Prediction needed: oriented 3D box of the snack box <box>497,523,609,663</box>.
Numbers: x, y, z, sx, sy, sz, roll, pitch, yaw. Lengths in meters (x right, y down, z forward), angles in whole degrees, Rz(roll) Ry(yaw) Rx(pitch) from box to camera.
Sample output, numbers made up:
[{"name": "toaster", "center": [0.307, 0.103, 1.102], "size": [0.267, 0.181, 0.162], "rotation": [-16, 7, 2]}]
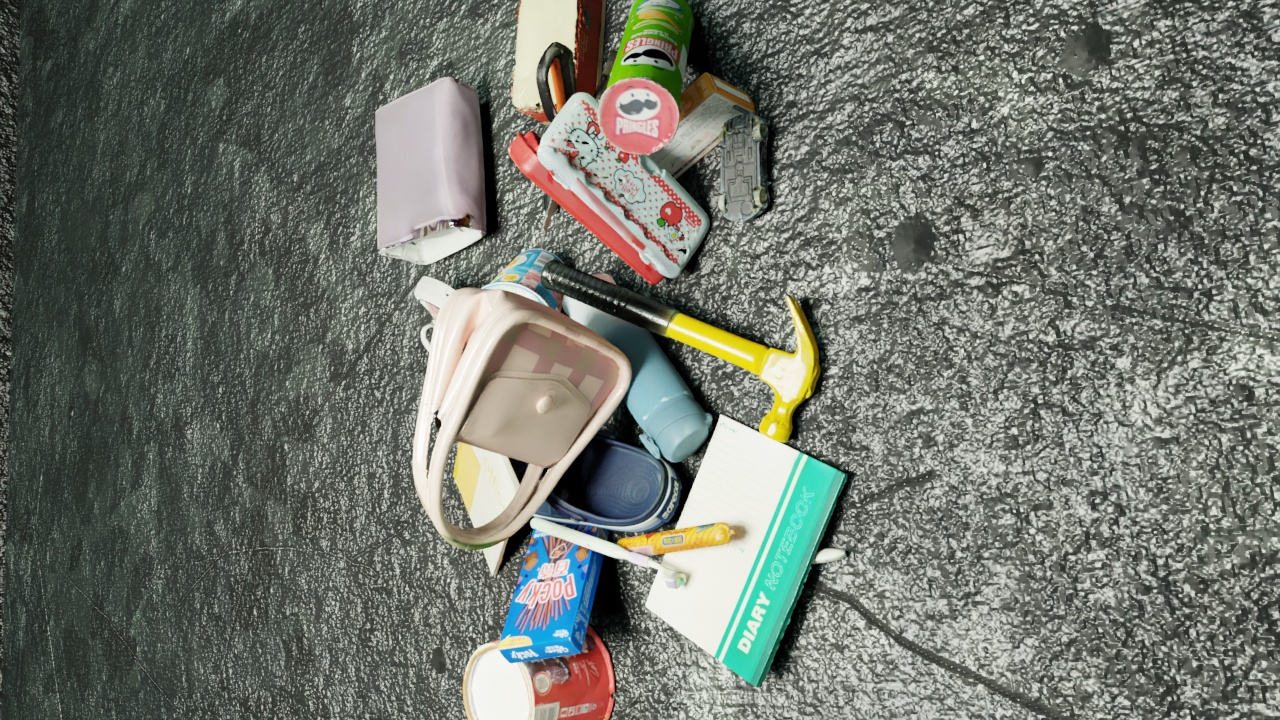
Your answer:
[{"name": "snack box", "center": [-0.086, 0.231, 0.943], "size": [0.085, 0.026, 0.156], "rotation": [-15, 36, 23]}]

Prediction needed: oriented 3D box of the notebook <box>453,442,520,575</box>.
[{"name": "notebook", "center": [-0.178, 0.140, 1.047], "size": [0.145, 0.010, 0.207], "rotation": [61, 150, 26]}]

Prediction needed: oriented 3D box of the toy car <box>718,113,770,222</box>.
[{"name": "toy car", "center": [0.102, -0.186, 0.893], "size": [0.049, 0.031, 0.105], "rotation": [0, 89, 40]}]

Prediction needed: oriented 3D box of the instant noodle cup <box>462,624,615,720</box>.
[{"name": "instant noodle cup", "center": [-0.112, 0.344, 0.969], "size": [0.138, 0.108, 0.138], "rotation": [-5, 82, 39]}]

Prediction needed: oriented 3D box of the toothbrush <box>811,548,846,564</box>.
[{"name": "toothbrush", "center": [0.109, 0.190, 0.861], "size": [0.188, 0.016, 0.017], "rotation": [-19, 64, 38]}]

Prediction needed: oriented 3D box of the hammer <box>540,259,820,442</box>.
[{"name": "hammer", "center": [0.033, -0.036, 0.889], "size": [0.301, 0.032, 0.129], "rotation": [23, 96, 23]}]

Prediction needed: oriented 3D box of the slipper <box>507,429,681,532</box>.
[{"name": "slipper", "center": [-0.074, 0.118, 0.957], "size": [0.253, 0.095, 0.105], "rotation": [11, 70, 39]}]

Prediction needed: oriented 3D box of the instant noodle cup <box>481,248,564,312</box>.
[{"name": "instant noodle cup", "center": [-0.125, -0.069, 1.011], "size": [0.099, 0.109, 0.099], "rotation": [7, 125, 10]}]

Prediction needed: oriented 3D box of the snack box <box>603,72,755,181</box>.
[{"name": "snack box", "center": [0.036, -0.222, 0.924], "size": [0.154, 0.075, 0.026], "rotation": [-35, 65, 32]}]

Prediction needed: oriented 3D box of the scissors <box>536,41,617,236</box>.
[{"name": "scissors", "center": [-0.064, -0.239, 0.961], "size": [0.022, 0.221, 0.232], "rotation": [15, 70, 20]}]

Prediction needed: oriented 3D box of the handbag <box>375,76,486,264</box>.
[{"name": "handbag", "center": [-0.259, -0.236, 1.158], "size": [0.145, 0.098, 0.197], "rotation": [-15, 75, 40]}]

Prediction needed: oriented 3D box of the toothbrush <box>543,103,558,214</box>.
[{"name": "toothbrush", "center": [-0.102, -0.263, 1.085], "size": [0.016, 0.014, 0.189], "rotation": [-3, 83, 39]}]

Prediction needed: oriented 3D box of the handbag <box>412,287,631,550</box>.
[{"name": "handbag", "center": [-0.123, 0.062, 0.850], "size": [0.093, 0.193, 0.234], "rotation": [21, 86, 39]}]

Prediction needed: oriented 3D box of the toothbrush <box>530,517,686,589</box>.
[{"name": "toothbrush", "center": [-0.039, 0.190, 0.923], "size": [0.190, 0.029, 0.020], "rotation": [14, 79, 33]}]

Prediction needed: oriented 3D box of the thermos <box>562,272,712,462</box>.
[{"name": "thermos", "center": [-0.006, 0.006, 0.942], "size": [0.070, 0.070, 0.220], "rotation": [-49, 57, 25]}]

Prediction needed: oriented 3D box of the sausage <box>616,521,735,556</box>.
[{"name": "sausage", "center": [0.030, 0.175, 0.888], "size": [0.166, 0.021, 0.021], "rotation": [-20, 73, 44]}]

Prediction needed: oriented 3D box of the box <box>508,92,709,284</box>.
[{"name": "box", "center": [-0.021, -0.168, 0.894], "size": [0.100, 0.201, 0.095], "rotation": [-45, 34, 9]}]

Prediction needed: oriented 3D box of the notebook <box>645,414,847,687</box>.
[{"name": "notebook", "center": [0.094, 0.173, 0.860], "size": [0.150, 0.012, 0.209], "rotation": [25, 96, 42]}]

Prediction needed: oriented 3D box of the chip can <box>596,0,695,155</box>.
[{"name": "chip can", "center": [0.010, -0.281, 0.875], "size": [0.072, 0.072, 0.235], "rotation": [-36, 27, 31]}]

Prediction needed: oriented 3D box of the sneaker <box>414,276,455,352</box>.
[{"name": "sneaker", "center": [-0.202, -0.017, 1.088], "size": [0.241, 0.118, 0.088], "rotation": [36, 88, 31]}]

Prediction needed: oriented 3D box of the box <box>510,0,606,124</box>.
[{"name": "box", "center": [-0.098, -0.362, 1.040], "size": [0.091, 0.077, 0.168], "rotation": [2, 86, 27]}]
